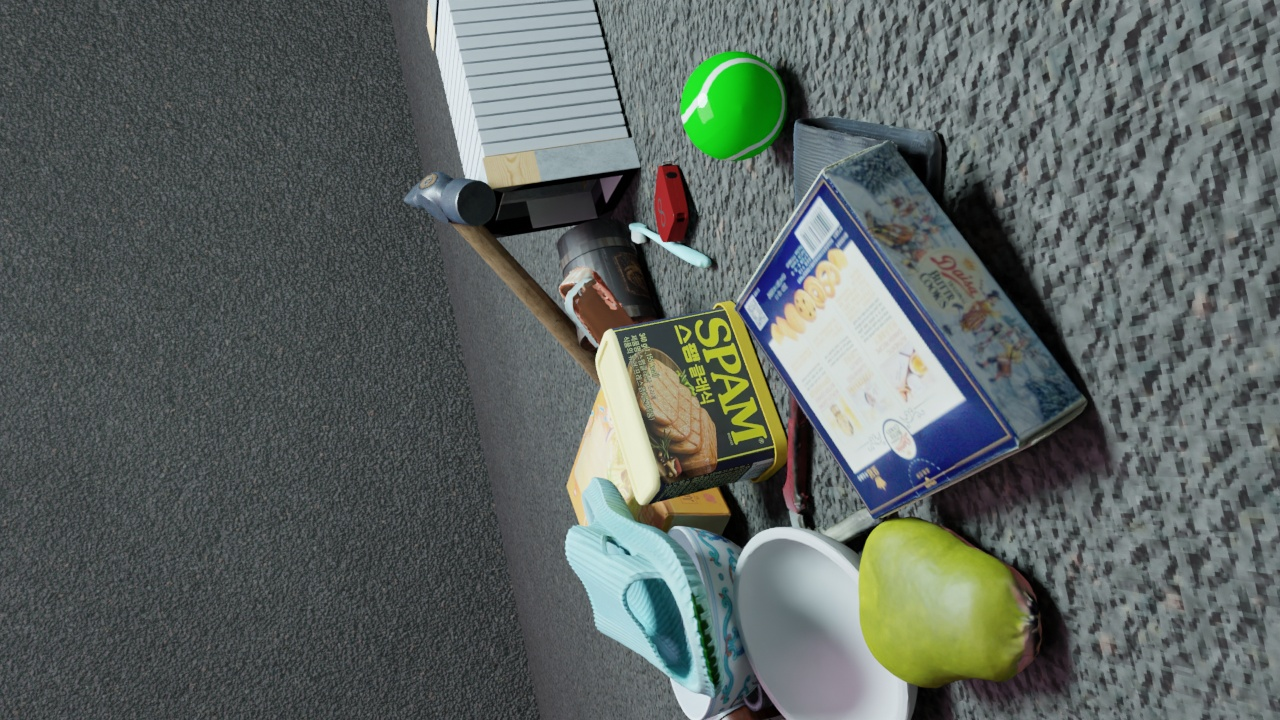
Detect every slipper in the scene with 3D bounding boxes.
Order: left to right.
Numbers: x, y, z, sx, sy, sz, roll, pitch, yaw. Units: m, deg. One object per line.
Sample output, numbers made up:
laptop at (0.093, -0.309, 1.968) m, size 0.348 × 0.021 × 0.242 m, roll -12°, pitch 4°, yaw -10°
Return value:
slipper at (-0.011, 0.162, 0.673) m, size 0.276 × 0.069 × 0.116 m, roll -148°, pitch 37°, yaw -69°

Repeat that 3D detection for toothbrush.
toothbrush at (0.024, -0.100, 0.802) m, size 0.180 × 0.016 × 0.016 m, roll -140°, pitch 44°, yaw -65°

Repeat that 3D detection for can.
can at (0.035, 0.033, 0.699) m, size 0.075 × 0.104 × 0.135 m, roll 116°, pitch 140°, yaw -64°

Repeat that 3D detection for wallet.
wallet at (0.116, -0.081, 0.494) m, size 0.115 × 0.026 × 0.089 m, roll -136°, pitch 36°, yaw -63°

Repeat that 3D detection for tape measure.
tape measure at (0.026, -0.129, 0.769) m, size 0.051 × 0.019 × 0.059 m, roll 108°, pitch 153°, yaw -63°

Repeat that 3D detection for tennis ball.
tennis ball at (0.057, -0.156, 0.564) m, size 0.065 × 0.065 × 0.065 m, roll 168°, pitch 90°, yaw -74°

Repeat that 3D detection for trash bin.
trash bin at (-0.114, -0.269, 0.915) m, size 0.143 × 0.142 × 0.246 m, roll 141°, pitch 116°, yaw -72°

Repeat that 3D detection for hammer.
hammer at (-0.109, -0.065, 0.925) m, size 0.129 × 0.040 × 0.322 m, roll 19°, pitch 157°, yaw 49°

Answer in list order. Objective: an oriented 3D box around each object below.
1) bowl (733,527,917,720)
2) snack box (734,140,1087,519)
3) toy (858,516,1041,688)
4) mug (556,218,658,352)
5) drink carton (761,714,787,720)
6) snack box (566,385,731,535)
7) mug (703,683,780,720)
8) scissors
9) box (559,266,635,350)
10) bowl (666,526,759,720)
bowl at (0.123, 0.173, 0.587) m, size 0.150 × 0.043 × 0.150 m, roll 26°, pitch 123°, yaw 49°
snack box at (0.118, -0.006, 0.450) m, size 0.145 × 0.042 × 0.145 m, roll 57°, pitch 159°, yaw 13°
toy at (0.153, 0.127, 0.464) m, size 0.110 × 0.051 × 0.090 m, roll 179°, pitch 92°, yaw -69°
mug at (-0.029, -0.069, 0.915) m, size 0.116 × 0.080 × 0.107 m, roll 47°, pitch -155°, yaw -69°
drink carton at (0.120, 0.344, 0.707) m, size 0.040 × 0.064 × 0.130 m, roll 117°, pitch 139°, yaw -69°
snack box at (0.007, 0.129, 0.861) m, size 0.195 × 0.080 × 0.145 m, roll -118°, pitch 40°, yaw -50°
mug at (0.073, 0.268, 0.792) m, size 0.111 × 0.081 × 0.118 m, roll 60°, pitch 148°, yaw 38°
scissors at (0.120, 0.103, 0.625) m, size 0.179 × 0.015 × 0.198 m, roll -161°, pitch 59°, yaw -71°
box at (-0.007, 0.004, 0.778) m, size 0.187 × 0.057 × 0.067 m, roll 53°, pitch -145°, yaw -24°
bowl at (0.068, 0.199, 0.711) m, size 0.144 × 0.074 × 0.144 m, roll 177°, pitch 91°, yaw -76°
